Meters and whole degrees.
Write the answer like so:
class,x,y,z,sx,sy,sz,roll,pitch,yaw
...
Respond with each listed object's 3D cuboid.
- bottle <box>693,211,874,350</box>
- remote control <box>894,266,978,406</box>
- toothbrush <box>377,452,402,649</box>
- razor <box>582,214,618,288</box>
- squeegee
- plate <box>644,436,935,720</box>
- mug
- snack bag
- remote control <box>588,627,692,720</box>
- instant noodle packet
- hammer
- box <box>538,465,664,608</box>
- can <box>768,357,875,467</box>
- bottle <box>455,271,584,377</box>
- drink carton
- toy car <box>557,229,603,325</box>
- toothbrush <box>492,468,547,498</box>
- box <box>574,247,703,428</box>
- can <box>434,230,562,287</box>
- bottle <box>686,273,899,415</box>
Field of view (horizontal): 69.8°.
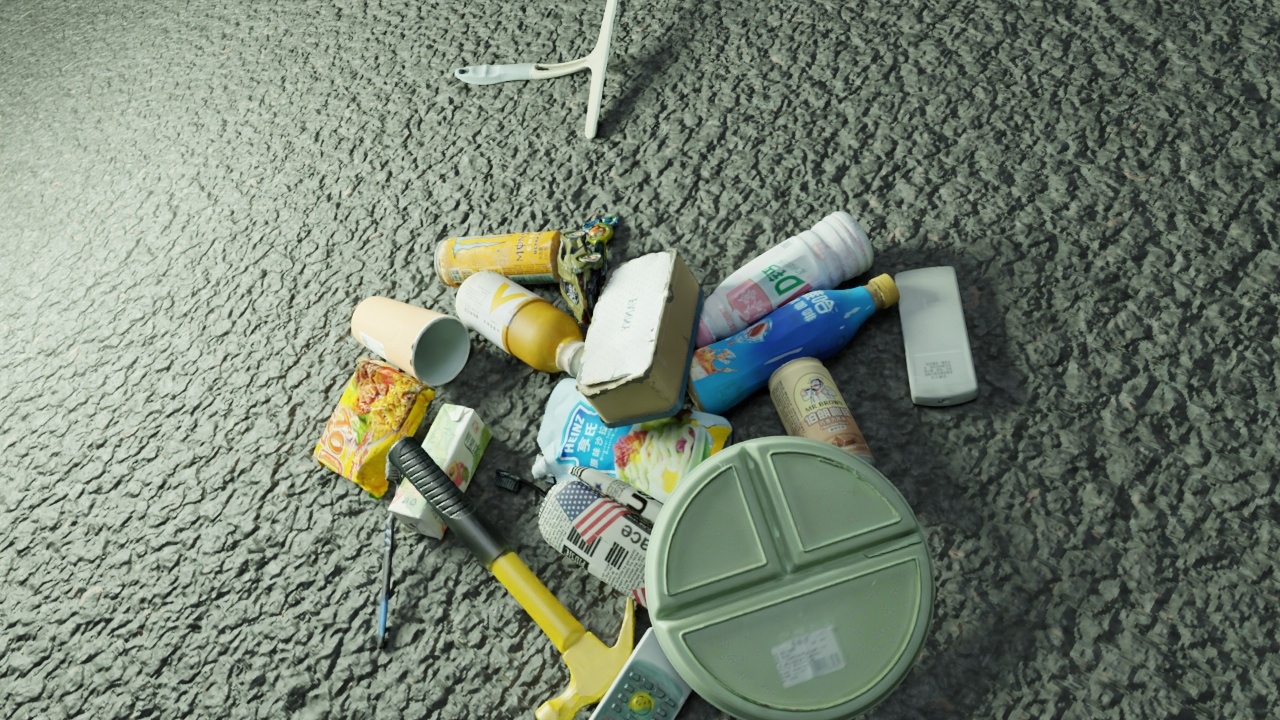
class,x,y,z,sx,sy,sz,roll,pitch,yaw
bottle,0.132,-0.074,0.909,0.197,0.068,0.068,-30,53,-2
remote control,0.275,-0.024,0.857,0.058,0.021,0.149,-6,55,14
toothbrush,-0.241,0.176,0.872,0.014,0.016,0.189,-28,55,47
razor,-0.043,-0.110,1.021,0.043,0.022,0.142,-14,54,11
squeegee,-0.142,-0.394,1.241,0.247,0.039,0.246,1,74,26
plate,0.118,0.169,0.720,0.230,0.027,0.230,-1,73,2
mug,-0.256,-0.026,1.004,0.123,0.078,0.078,20,65,34
snack bag,-0.013,0.084,0.863,0.191,0.039,0.110,13,84,24
remote control,-0.005,0.281,0.725,0.056,0.019,0.135,36,71,4
instant noodle packet,-0.279,0.067,0.947,0.111,0.044,0.128,23,86,34
hammer,-0.121,0.175,0.805,0.128,0.033,0.301,-40,67,-19
box,-0.008,0.155,0.783,0.162,0.075,0.086,31,78,15
can,0.159,0.057,0.815,0.058,0.058,0.116,-22,53,2
bottle,-0.118,-0.035,0.953,0.190,0.068,0.068,30,69,39
drink carton,-0.196,0.108,0.900,0.045,0.053,0.122,8,59,23
toy car,-0.064,-0.088,0.957,0.042,0.070,0.158,-9,24,-8
toothbrush,-0.066,0.142,0.860,0.189,0.014,0.017,21,75,28
box,0.001,-0.019,0.854,0.090,0.062,0.183,-12,46,30
can,-0.155,-0.113,1.037,0.146,0.058,0.058,-1,56,17
bottle,0.143,-0.020,0.871,0.218,0.065,0.065,-26,53,-2
